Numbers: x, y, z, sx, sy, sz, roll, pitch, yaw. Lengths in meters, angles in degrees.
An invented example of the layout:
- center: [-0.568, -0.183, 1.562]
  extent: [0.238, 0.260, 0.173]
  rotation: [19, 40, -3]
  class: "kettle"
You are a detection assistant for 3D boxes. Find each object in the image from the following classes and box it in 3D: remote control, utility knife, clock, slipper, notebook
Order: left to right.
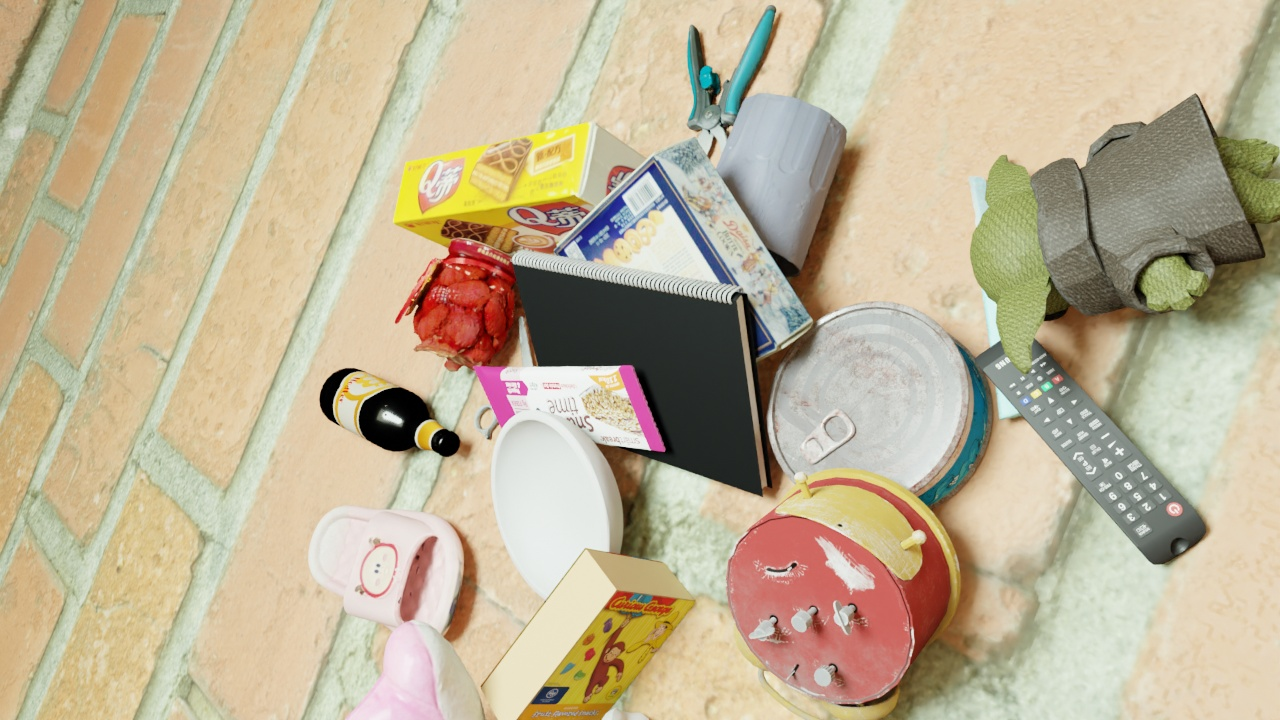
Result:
- center: [-0.232, 0.180, 0.820]
  extent: [0.222, 0.055, 0.106]
  rotation: [7, 77, 41]
  class: "slipper"
- center: [-0.004, 0.004, 0.646]
  extent: [0.207, 0.016, 0.149]
  rotation: [14, 126, 40]
  class: "notebook"
- center: [0.104, 0.144, 0.520]
  extent: [0.117, 0.081, 0.159]
  rotation: [26, 118, 29]
  class: "clock"
- center: [0.218, -0.043, 0.562]
  extent: [0.022, 0.015, 0.165]
  rotation: [-10, 65, 21]
  class: "utility knife"
- center: [0.240, 0.042, 0.499]
  extent: [0.033, 0.015, 0.146]
  rotation: [-37, 60, 8]
  class: "remote control"

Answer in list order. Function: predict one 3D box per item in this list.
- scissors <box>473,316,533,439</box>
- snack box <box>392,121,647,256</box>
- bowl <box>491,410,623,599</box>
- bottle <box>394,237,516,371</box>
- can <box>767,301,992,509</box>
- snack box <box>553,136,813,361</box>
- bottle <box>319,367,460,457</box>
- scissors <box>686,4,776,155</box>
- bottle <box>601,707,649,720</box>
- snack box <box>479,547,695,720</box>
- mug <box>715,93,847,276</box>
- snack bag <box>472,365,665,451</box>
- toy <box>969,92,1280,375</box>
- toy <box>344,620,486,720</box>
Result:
- center: [-0.092, 0.040, 0.784]
  extent: [0.142, 0.014, 0.175]
  rotation: [-32, 58, 30]
  class: "scissors"
- center: [-0.096, -0.137, 0.784]
  extent: [0.231, 0.110, 0.061]
  rotation: [0, 75, 39]
  class: "snack box"
- center: [-0.056, 0.108, 0.692]
  extent: [0.150, 0.043, 0.149]
  rotation: [15, 110, 47]
  class: "bowl"
- center: [-0.162, -0.048, 0.817]
  extent: [0.099, 0.099, 0.111]
  rotation: [11, 79, 41]
  class: "bottle"
- center: [0.146, 0.031, 0.572]
  extent: [0.130, 0.044, 0.129]
  rotation: [-14, 66, 35]
  class: "can"
- center: [0.023, -0.052, 0.627]
  extent: [0.145, 0.042, 0.145]
  rotation: [57, 142, -1]
  class: "snack box"
- center: [-0.231, 0.054, 0.859]
  extent: [0.182, 0.059, 0.059]
  rotation: [17, 85, 41]
  class: "bottle"
- center: [0.069, -0.226, 0.744]
  extent: [0.125, 0.019, 0.154]
  rotation: [-34, 58, 28]
  class: "scissors"
- center: [-0.027, 0.306, 0.616]
  extent: [0.044, 0.044, 0.136]
  rotation: [21, 88, 41]
  class: "bottle"
- center: [-0.035, 0.195, 0.632]
  extent: [0.126, 0.088, 0.040]
  rotation: [-54, 50, 11]
  class: "snack box"
- center: [0.083, -0.124, 0.665]
  extent: [0.124, 0.083, 0.104]
  rotation: [13, 81, 68]
  class: "mug"
- center: [-0.061, 0.035, 0.705]
  extent: [0.197, 0.016, 0.070]
  rotation: [0, 119, 47]
  class: "snack bag"
- center: [0.257, -0.073, 0.495]
  extent: [0.153, 0.078, 0.178]
  rotation: [-24, 37, 36]
  class: "toy"
- center: [-0.152, 0.306, 0.612]
  extent: [0.187, 0.127, 0.266]
  rotation: [9, 114, 53]
  class: "toy"
